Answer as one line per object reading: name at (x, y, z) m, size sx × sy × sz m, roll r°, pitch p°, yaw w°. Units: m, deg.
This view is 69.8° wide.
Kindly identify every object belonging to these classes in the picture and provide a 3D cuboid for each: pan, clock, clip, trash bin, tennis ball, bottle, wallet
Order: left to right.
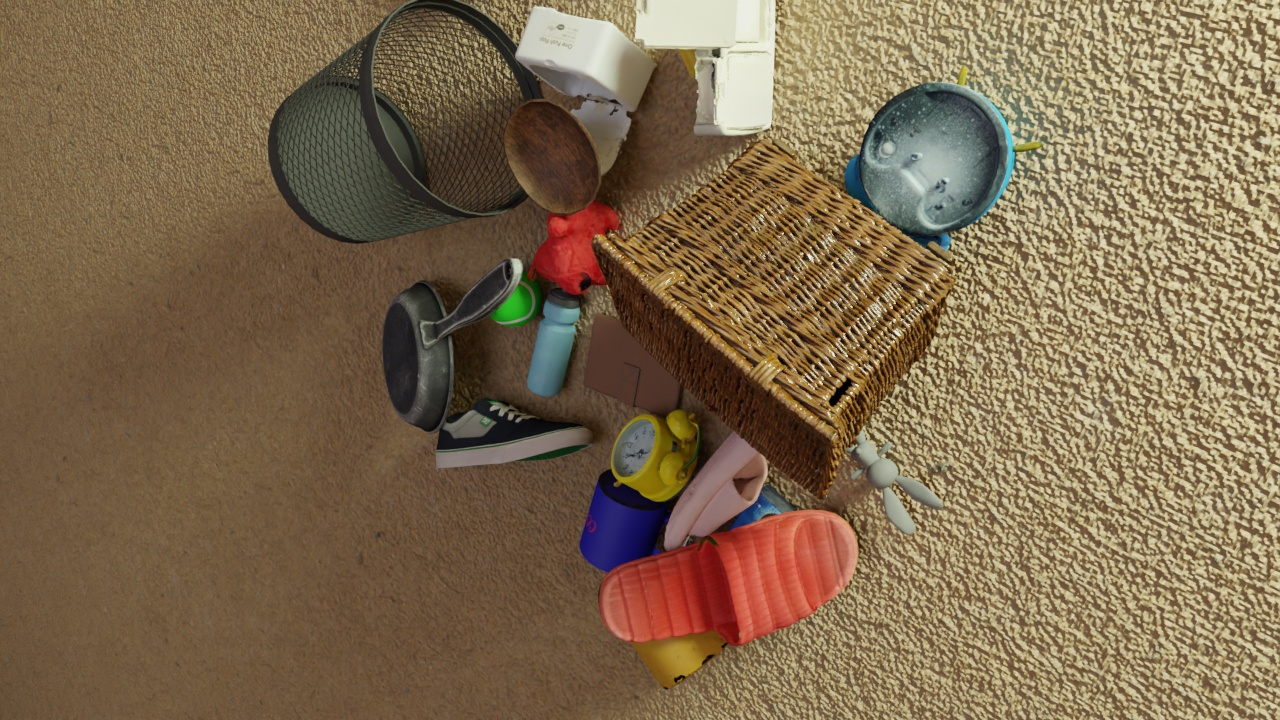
trash bin at (-0.256, -0.240, 0.985) m, size 0.228 × 0.217 × 0.218 m, roll -8°, pitch 95°, yaw 41°
pan at (-0.227, -0.033, 1.055) m, size 0.358 × 0.055 × 0.187 m, roll -36°, pitch 64°, yaw 54°
tennis ball at (-0.143, -0.070, 1.026) m, size 0.065 × 0.065 × 0.065 m, roll 9°, pitch 105°, yaw 35°
bottle at (-0.094, -0.025, 1.017) m, size 0.040 × 0.040 × 0.130 m, roll 28°, pitch 116°, yaw 28°
wallet at (-0.006, 0.006, 0.976) m, size 0.121 × 0.013 × 0.087 m, roll 20°, pitch 109°, yaw 30°
clock at (0.022, 0.094, 0.926) m, size 0.119 × 0.057 × 0.083 m, roll -22°, pitch 49°, yaw 44°
clip at (0.056, -0.294, 0.854) m, size 0.049 × 0.044 × 0.054 m, roll -34°, pitch 77°, yaw 62°
clock at (0.228, -0.149, 0.741) m, size 0.117 × 0.060 × 0.162 m, roll 54°, pitch 127°, yaw 13°

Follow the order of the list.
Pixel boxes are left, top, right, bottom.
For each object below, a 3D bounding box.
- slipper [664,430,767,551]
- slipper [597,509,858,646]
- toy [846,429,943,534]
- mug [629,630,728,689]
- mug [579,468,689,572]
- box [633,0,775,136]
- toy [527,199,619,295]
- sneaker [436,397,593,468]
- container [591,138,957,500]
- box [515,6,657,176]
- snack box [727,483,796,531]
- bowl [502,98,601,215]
slipper at (0.095, 0.102, 0.875) m, size 0.055 × 0.106 × 0.222 m, roll 38°, pitch 116°, yaw 3°
slipper at (0.082, 0.206, 0.839) m, size 0.249 × 0.059 × 0.103 m, roll -16°, pitch 91°, yaw 2°
toy at (0.217, 0.101, 0.824) m, size 0.049 × 0.030 × 0.111 m, roll -47°, pitch 66°, yaw 18°
mug at (0.045, 0.256, 0.917) m, size 0.124 × 0.100 × 0.094 m, roll -39°, pitch 77°, yaw 3°
mug at (-0.002, 0.176, 0.979) m, size 0.111 × 0.079 × 0.084 m, roll 17°, pitch 113°, yaw 2°
box at (0.073, -0.253, 0.750) m, size 0.070 × 0.185 × 0.143 m, roll 11°, pitch 113°, yaw 33°
toy at (-0.080, -0.138, 0.960) m, size 0.094 × 0.088 × 0.133 m, roll 12°, pitch 105°, yaw 46°
sneaker at (-0.154, 0.079, 1.063) m, size 0.236 × 0.084 × 0.079 m, roll -9°, pitch 82°, yaw 38°
container at (0.118, -0.045, 0.754) m, size 0.183 × 0.162 × 0.250 m, roll -43°, pitch 67°, yaw -11°
box at (-0.064, -0.251, 0.898) m, size 0.109 × 0.120 × 0.136 m, roll 26°, pitch 93°, yaw 30°
snack box at (0.115, 0.204, 0.923) m, size 0.082 × 0.027 × 0.150 m, roll 41°, pitch 121°, yaw 22°
bowl at (-0.080, -0.199, 0.888) m, size 0.102 × 0.026 × 0.114 m, roll -25°, pitch 102°, yaw 39°
